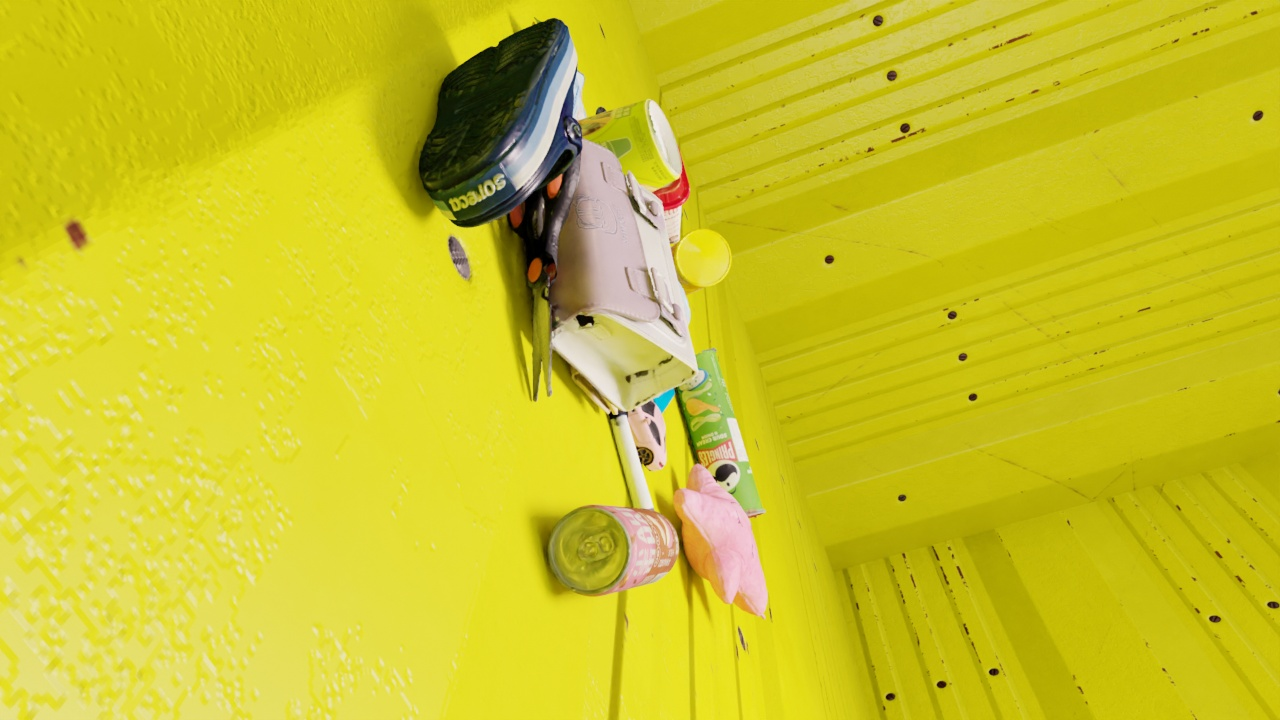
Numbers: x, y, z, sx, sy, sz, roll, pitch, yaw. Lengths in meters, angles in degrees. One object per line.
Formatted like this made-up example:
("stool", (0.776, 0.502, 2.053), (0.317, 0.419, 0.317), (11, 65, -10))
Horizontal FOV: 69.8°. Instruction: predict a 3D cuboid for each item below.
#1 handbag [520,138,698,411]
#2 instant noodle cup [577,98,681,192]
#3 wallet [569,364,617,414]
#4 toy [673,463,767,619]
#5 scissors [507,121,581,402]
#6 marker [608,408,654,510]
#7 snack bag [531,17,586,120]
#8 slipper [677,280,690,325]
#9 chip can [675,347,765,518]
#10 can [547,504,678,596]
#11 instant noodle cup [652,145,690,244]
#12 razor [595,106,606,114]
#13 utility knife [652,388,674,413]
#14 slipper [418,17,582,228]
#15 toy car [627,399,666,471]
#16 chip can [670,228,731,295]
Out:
("handbag", (-0.030, -0.079, 0.771), (0.145, 0.099, 0.196), (31, 37, -44))
("instant noodle cup", (-0.029, -0.194, 0.892), (0.112, 0.124, 0.111), (53, 27, -42))
("wallet", (-0.045, -0.012, 0.827), (0.087, 0.024, 0.115), (51, 22, -50))
("toy", (0.093, 0.203, 1.013), (0.178, 0.075, 0.194), (63, 11, 2))
("scissors", (-0.080, -0.073, 0.701), (0.021, 0.153, 0.234), (15, 85, -35))
("marker", (-0.010, 0.084, 0.845), (0.018, 0.022, 0.130), (135, -60, -65))
("snack bag", (-0.087, -0.313, 1.068), (0.191, 0.039, 0.110), (24, 48, -78))
("slipper", (0.021, -0.067, 1.114), (0.245, 0.074, 0.104), (-96, 165, -55))
("chip can", (0.103, 0.104, 1.253), (0.072, 0.072, 0.236), (35, 38, -72))
("can", (-0.015, 0.130, 0.638), (0.147, 0.058, 0.058), (36, 37, -73))
("instant noodle cup", (0.004, -0.212, 1.198), (0.124, 0.116, 0.116), (78, 0, -61))
("razor", (-0.050, -0.246, 1.093), (0.043, 0.022, 0.142), (60, 32, -58))
("utility knife", (0.030, 0.038, 1.127), (0.225, 0.018, 0.034), (-33, 103, -78))
("slipper", (-0.083, -0.159, 0.639), (0.252, 0.105, 0.095), (-91, 157, -55))
("toy car", (-0.001, 0.052, 0.906), (0.056, 0.037, 0.122), (-85, 154, -68))
("chip can", (0.058, -0.121, 1.216), (0.213, 0.072, 0.072), (166, -95, -79))
